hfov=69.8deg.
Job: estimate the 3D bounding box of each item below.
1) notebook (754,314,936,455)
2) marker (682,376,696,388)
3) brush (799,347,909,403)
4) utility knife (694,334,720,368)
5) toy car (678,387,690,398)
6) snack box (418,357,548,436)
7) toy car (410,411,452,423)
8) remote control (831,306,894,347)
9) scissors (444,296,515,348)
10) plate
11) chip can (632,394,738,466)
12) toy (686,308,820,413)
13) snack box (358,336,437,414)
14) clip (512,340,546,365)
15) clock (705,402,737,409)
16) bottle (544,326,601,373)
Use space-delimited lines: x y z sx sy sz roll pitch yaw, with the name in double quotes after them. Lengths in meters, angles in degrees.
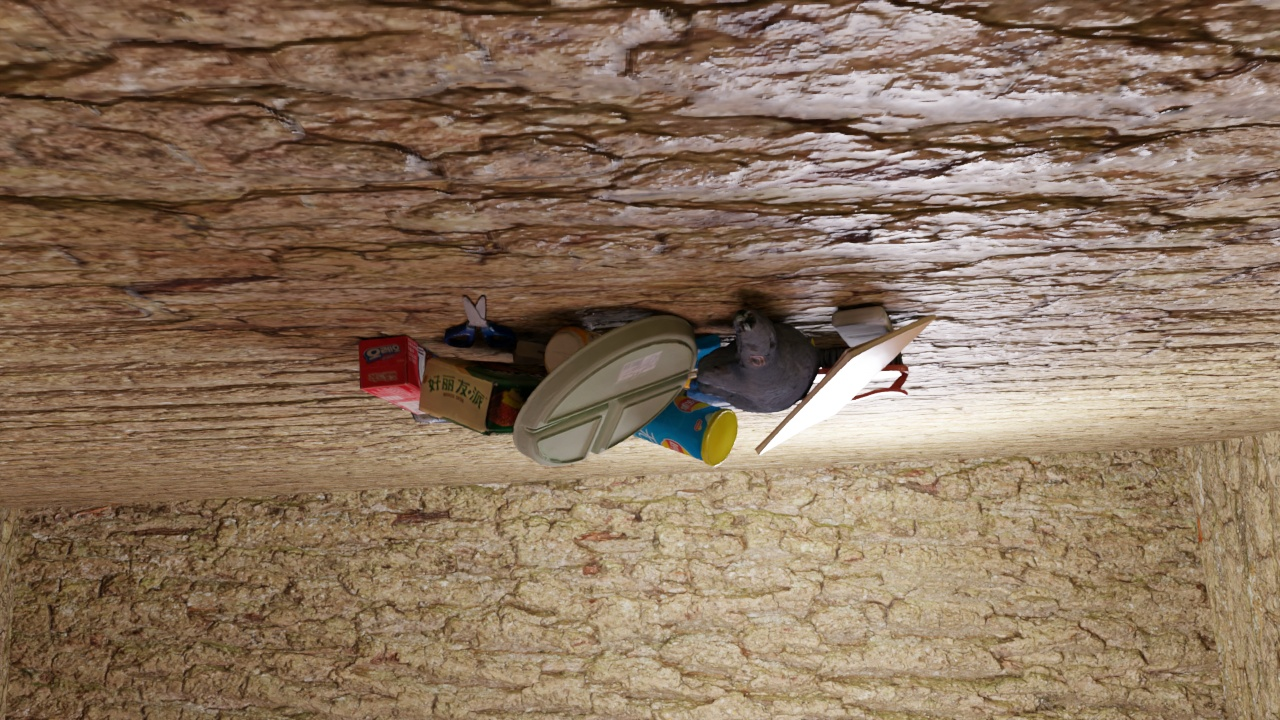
0.230 0.028 1.044 0.149 0.012 0.212 -21 158 -35 "notebook"
0.056 0.037 1.333 0.018 0.015 0.124 12 163 -40 "marker"
0.270 0.020 1.173 0.146 0.069 0.063 -3 170 1 "brush"
0.079 -0.007 1.115 0.034 0.018 0.161 -18 169 0 "utility knife"
0.055 0.059 1.374 0.091 0.042 0.035 -9 124 32 "toy car"
-0.125 0.042 1.055 0.115 0.063 0.239 15 -174 37 "snack box"
-0.271 0.064 1.296 0.105 0.049 0.031 1 165 -20 "toy car"
0.246 -0.037 1.007 0.056 0.020 0.136 -6 169 20 "remote control"
-0.152 -0.037 0.919 0.126 0.012 0.174 7 164 -34 "scissors"
-0.031 0.039 0.986 0.230 0.027 0.231 -30 155 -16 "plate"
0.015 0.067 1.143 0.210 0.071 0.071 17 -178 35 "chip can"
0.129 0.008 1.029 0.138 0.091 0.357 6 167 -1 "toy"
-0.265 0.022 1.065 0.058 0.057 0.207 -6 168 2 "snack box"
-0.095 -0.006 1.048 0.100 0.034 0.070 7 168 -9 "clip"
0.120 0.034 1.239 0.082 0.055 0.122 -6 167 20 "clock"
-0.055 0.000 0.997 0.063 0.063 0.108 -10 167 30 "bottle"
